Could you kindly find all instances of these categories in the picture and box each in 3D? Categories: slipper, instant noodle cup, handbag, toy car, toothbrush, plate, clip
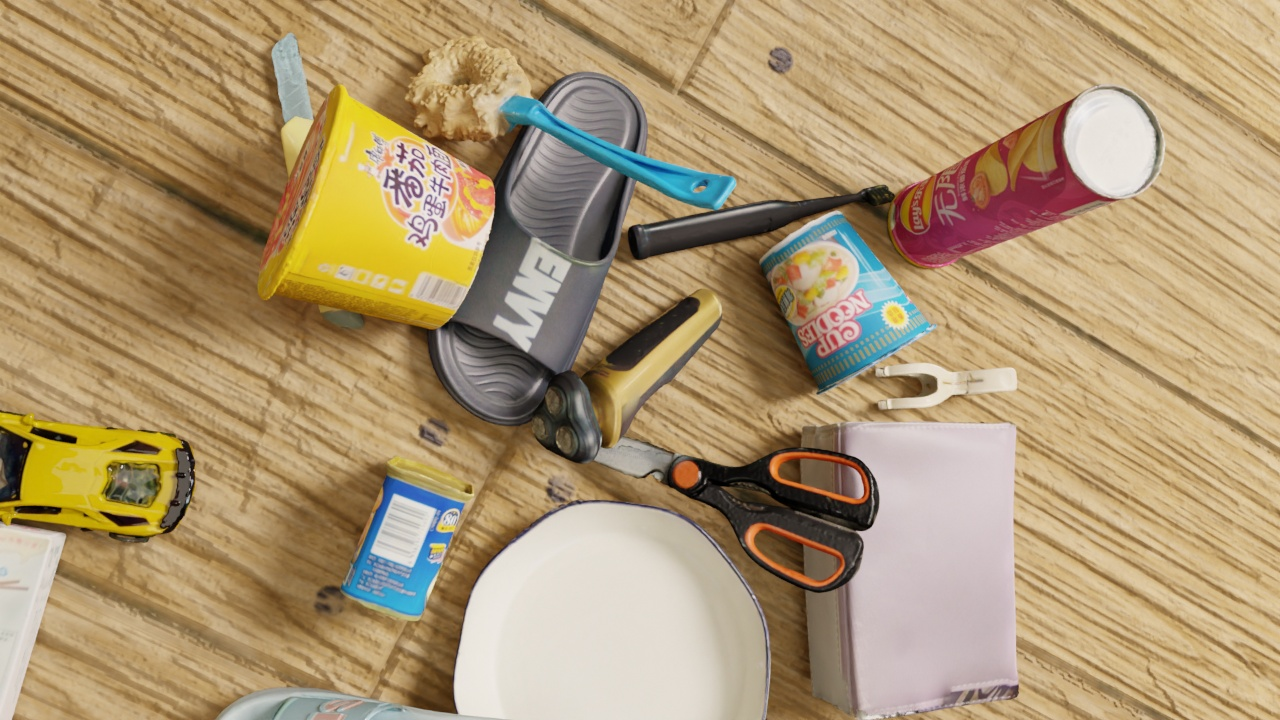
[{"bbox_3d":[-0.147,0.252,0.539,0.245,0.074,0.104,1,73,6],"label":"slipper"},{"bbox_3d":[-0.067,-0.088,0.631,0.110,0.083,0.268,22,80,-8],"label":"slipper"},{"bbox_3d":[-0.164,-0.088,0.581,0.109,0.138,0.138,19,81,-29],"label":"instant noodle cup"},{"bbox_3d":[0.193,0.141,0.657,0.145,0.098,0.197,1,84,-10],"label":"handbag"},{"bbox_3d":[0.143,-0.045,0.670,0.099,0.099,0.110,-30,84,-13],"label":"instant noodle cup"},{"bbox_3d":[-0.361,0.072,0.575,0.156,0.041,0.071,11,83,-10],"label":"toy car"},{"bbox_3d":[0.095,-0.108,0.694,0.212,0.027,0.026,-13,125,-13],"label":"toothbrush"},{"bbox_3d":[-0.017,0.196,0.601,0.205,0.045,0.204,-3,71,8],"label":"plate"},{"bbox_3d":[0.232,0.019,0.704,0.100,0.071,0.034,-1,85,-9],"label":"clip"}]

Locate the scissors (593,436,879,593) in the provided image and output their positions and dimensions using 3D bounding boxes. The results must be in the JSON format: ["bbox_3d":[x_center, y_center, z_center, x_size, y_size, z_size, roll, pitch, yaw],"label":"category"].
[{"bbox_3d":[0.051,0.070,0.627,0.235,0.021,0.142,39,87,21],"label":"scissors"}]

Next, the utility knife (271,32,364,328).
[{"bbox_3d":[-0.225,-0.123,0.631,0.031,0.022,0.210,-12,94,-18],"label":"utility knife"}]

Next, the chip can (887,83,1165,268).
[{"bbox_3d":[0.254,-0.119,0.634,0.071,0.211,0.071,1,84,-13],"label":"chip can"}]

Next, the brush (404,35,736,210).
[{"bbox_3d":[-0.052,-0.151,0.604,0.255,0.046,0.083,27,67,21],"label":"brush"}]

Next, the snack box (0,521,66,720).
[{"bbox_3d":[-0.421,0.175,0.560,0.084,0.027,0.156,14,82,-10],"label":"snack box"}]

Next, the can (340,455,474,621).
[{"bbox_3d":[-0.148,0.111,0.586,0.057,0.102,0.083,22,83,-9],"label":"can"}]

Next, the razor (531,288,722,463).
[{"bbox_3d":[-0.004,0.004,0.639,0.167,0.062,0.068,-41,129,-27],"label":"razor"}]

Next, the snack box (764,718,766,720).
[{"bbox_3d":[0.064,0.313,0.602,0.125,0.113,0.053,-32,108,-12],"label":"snack box"}]
